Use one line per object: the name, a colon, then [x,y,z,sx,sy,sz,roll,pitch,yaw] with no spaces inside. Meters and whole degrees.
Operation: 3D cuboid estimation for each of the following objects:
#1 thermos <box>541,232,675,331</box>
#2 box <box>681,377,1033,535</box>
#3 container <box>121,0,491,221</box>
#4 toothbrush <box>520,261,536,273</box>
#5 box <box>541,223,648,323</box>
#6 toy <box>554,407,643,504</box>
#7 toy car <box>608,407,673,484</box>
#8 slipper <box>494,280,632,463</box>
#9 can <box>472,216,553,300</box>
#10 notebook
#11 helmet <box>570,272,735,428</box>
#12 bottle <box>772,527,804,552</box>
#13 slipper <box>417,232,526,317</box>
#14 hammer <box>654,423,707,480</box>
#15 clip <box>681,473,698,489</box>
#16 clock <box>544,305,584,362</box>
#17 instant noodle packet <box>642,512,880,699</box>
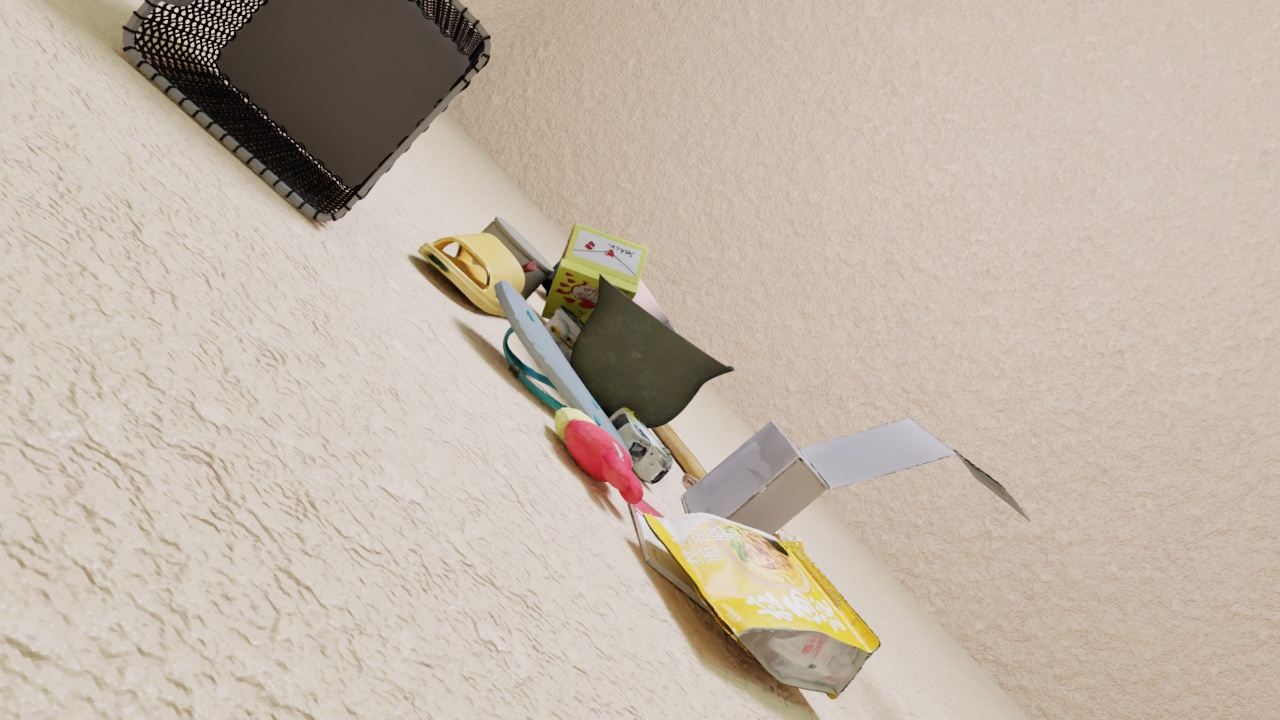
thermos: [-0.054,-0.102,1.727,0.226,0.173,0.172,52,7,6]
box: [0.250,0.113,1.153,0.108,0.419,0.166,61,3,-12]
container: [-0.322,-0.318,0.955,0.245,0.247,0.243,43,3,-16]
toothbrush: [-0.169,-0.122,1.282,0.016,0.016,0.190,56,-15,-11]
box: [-0.074,-0.113,1.399,0.124,0.079,0.221,20,-22,-9]
toy: [-0.043,0.096,0.945,0.135,0.045,0.091,44,1,38]
toy car: [-0.005,0.105,1.138,0.105,0.048,0.033,47,11,27]
slipper: [-0.099,0.032,1.054,0.269,0.055,0.098,55,6,-16]
can: [-0.207,-0.158,1.450,0.128,0.073,0.127,44,6,-6]
notebook: [0.070,0.230,0.958,0.208,0.012,0.153,42,8,-17]
helmet: [-0.007,0.007,1.264,0.227,0.154,0.267,35,6,-6]
bottle: [0.169,0.252,1.264,0.109,0.063,0.063,30,7,-5]
slipper: [-0.197,-0.115,1.200,0.099,0.078,0.263,46,4,10]
hammer: [0.060,0.139,1.458,0.132,0.033,0.330,41,8,-44]
clip: [0.078,0.183,1.311,0.061,0.025,0.045,40,1,31]
clock: [-0.106,-0.036,1.375,0.083,0.057,0.117,44,6,-11]
instant noodle packet: [0.109,0.225,0.886,0.221,0.084,0.163,31,14,-41]
